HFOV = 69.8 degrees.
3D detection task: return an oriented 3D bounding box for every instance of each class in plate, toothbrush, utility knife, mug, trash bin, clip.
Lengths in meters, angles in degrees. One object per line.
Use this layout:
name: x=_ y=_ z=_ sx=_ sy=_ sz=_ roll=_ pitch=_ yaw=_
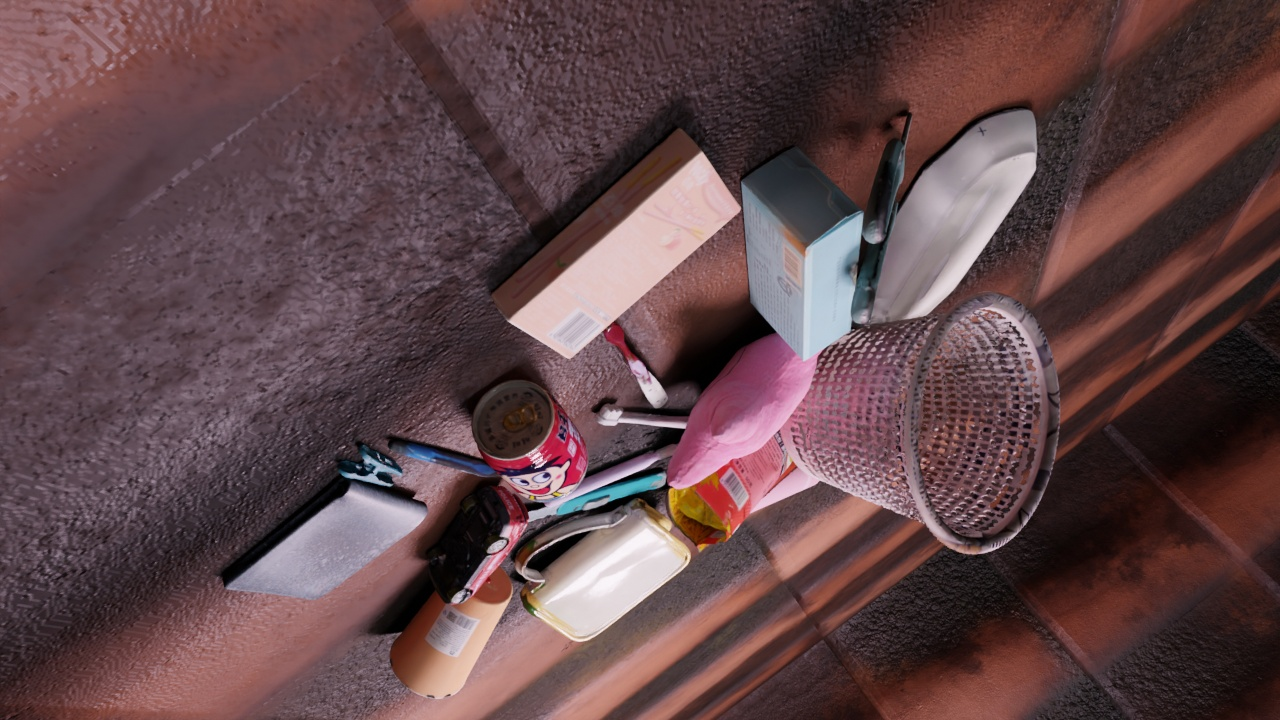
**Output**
plate: x=0.287 y=-0.116 z=0.867 sx=0.161 sy=0.034 sz=0.266 roll=-19 pitch=148 yaw=-32
toothbrush: x=-0.004 y=0.004 z=0.733 sx=0.016 sy=0.017 sz=0.187 roll=-39 pitch=156 yaw=-2
toothbrush: x=-0.011 y=0.106 z=0.880 sx=0.188 sy=0.029 sz=0.021 roll=-17 pitch=106 yaw=-32
utility knife: x=-0.045 y=0.135 z=0.890 sx=0.208 sy=0.013 sz=0.029 roll=-9 pitch=141 yaw=-43
mug: x=-0.172 y=0.243 z=0.848 sx=0.078 sy=0.078 sz=0.123 roll=0 pitch=130 yaw=-50
trash bin: x=0.247 y=0.051 z=0.863 sx=0.227 sy=0.192 sz=0.227 roll=-2 pitch=94 yaw=-36
toothbrush: x=-0.132 y=0.081 z=0.704 sx=0.016 sy=0.014 sz=0.189 roll=-20 pitch=158 yaw=20
clip: x=-0.183 y=0.073 z=0.629 sx=0.048 sy=0.014 sz=0.057 roll=-40 pitch=154 yaw=2
toothbrush: x=0.018 y=0.052 z=0.834 sx=0.179 sy=0.016 sz=0.016 roll=10 pitch=122 yaw=-54

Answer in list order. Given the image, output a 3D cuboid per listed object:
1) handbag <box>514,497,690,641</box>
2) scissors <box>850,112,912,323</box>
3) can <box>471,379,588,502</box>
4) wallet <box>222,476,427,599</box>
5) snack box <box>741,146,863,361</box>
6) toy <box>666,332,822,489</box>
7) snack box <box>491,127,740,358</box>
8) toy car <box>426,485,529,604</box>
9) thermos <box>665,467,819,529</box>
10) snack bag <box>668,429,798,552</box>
handbag: x=-0.052 y=0.204 z=0.957 sx=0.163 sy=0.063 sz=0.179 roll=-39 pitch=138 yaw=3
scissors: x=0.174 y=-0.120 z=0.645 sx=0.169 sy=0.019 sz=0.177 roll=59 pitch=47 yaw=-67
can: x=-0.080 y=0.059 z=0.671 sx=0.066 sy=0.066 sz=0.094 roll=-34 pitch=153 yaw=-6
wallet: x=-0.227 y=0.132 z=0.667 sx=0.121 sy=0.019 sz=0.097 roll=-38 pitch=151 yaw=6
snack box: x=0.120 y=-0.074 z=0.690 sx=0.051 sy=0.074 sz=0.175 roll=-33 pitch=153 yaw=-8
toy: x=0.091 y=0.041 z=0.825 sx=0.194 sy=0.074 sz=0.179 roll=-45 pitch=175 yaw=-17
snack box: x=-0.013 y=-0.070 z=0.590 sx=0.157 sy=0.026 sz=0.084 roll=-41 pitch=153 yaw=7
toy car: x=-0.136 y=0.156 z=0.771 sx=0.045 sy=0.053 sz=0.121 roll=3 pitch=134 yaw=-49
thermos: x=0.120 y=0.131 z=1.026 sx=0.198 sy=0.067 sz=0.087 roll=-13 pitch=137 yaw=-37
snack bag: x=0.121 y=0.098 z=0.939 sx=0.207 sy=0.073 sz=0.129 roll=-40 pitch=137 yaw=-29
